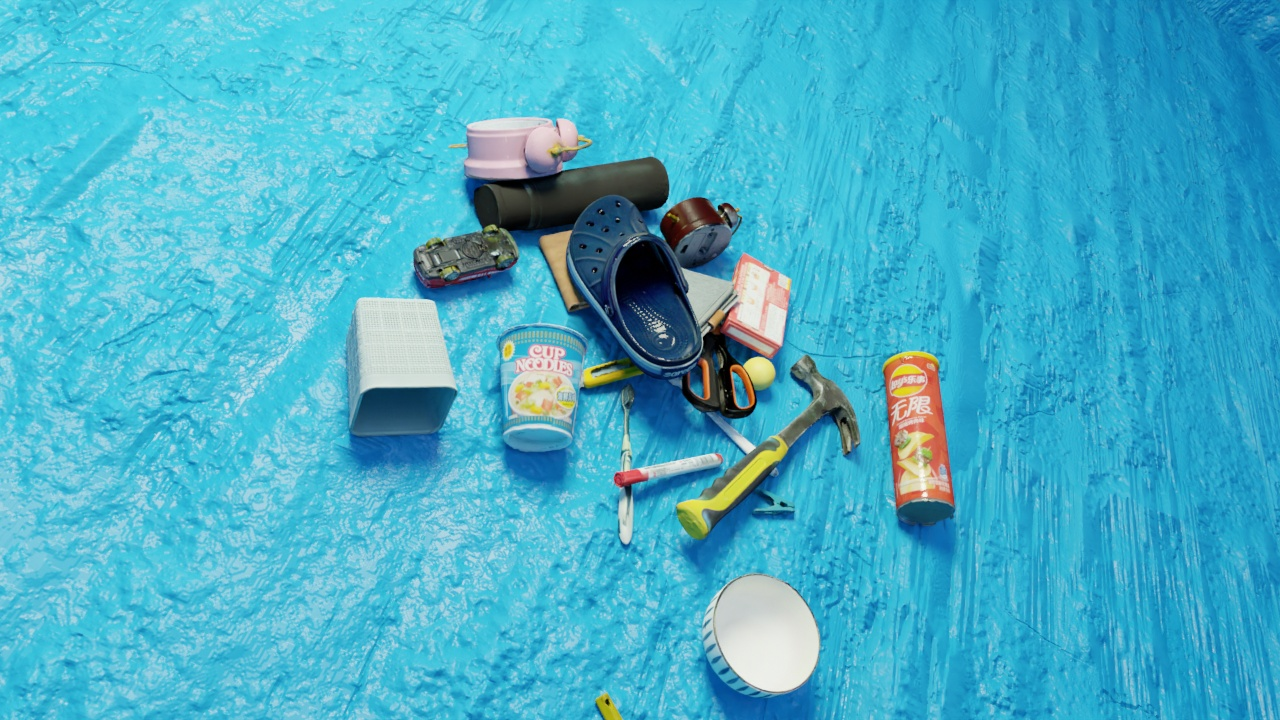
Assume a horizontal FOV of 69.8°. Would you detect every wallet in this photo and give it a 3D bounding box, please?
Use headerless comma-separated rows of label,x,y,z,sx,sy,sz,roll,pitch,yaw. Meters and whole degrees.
wallet,0.048,-0.059,1.094,0.107,0.037,0.129,18,44,27
wallet,-0.052,-0.115,1.097,0.115,0.020,0.101,-17,68,-21

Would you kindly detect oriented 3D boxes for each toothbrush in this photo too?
toothbrush,-0.014,0.106,0.984,0.016,0.018,0.191,13,54,-19
toothbrush,0.014,0.383,0.816,0.015,0.017,0.190,-21,70,-36
toothbrush,0.094,0.069,1.064,0.180,0.016,0.016,44,50,5

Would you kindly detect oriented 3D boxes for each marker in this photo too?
marker,0.033,0.117,0.990,0.145,0.017,0.017,-6,62,-39

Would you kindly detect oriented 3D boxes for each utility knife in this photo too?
utility knife,-0.006,0.006,1.037,0.176,0.015,0.033,-16,45,-21

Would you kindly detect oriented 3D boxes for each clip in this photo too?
clip,0.150,0.163,1.033,0.055,0.013,0.034,13,55,-20

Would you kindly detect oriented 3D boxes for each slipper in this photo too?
slipper,-0.010,-0.092,1.017,0.105,0.095,0.252,-16,59,-18

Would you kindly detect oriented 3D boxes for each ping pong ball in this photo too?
ping pong ball,0.142,0.016,1.107,0.040,0.040,0.040,13,54,-19

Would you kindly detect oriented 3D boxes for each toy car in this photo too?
toy car,-0.194,-0.113,1.019,0.120,0.045,0.053,-18,71,-29

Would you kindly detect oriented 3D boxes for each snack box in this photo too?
snack box,0.148,-0.071,1.160,0.075,0.026,0.152,27,40,-8

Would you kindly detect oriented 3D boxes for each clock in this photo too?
clock,0.079,-0.164,1.169,0.121,0.082,0.055,-10,58,-29
clock,-0.134,-0.250,1.077,0.159,0.060,0.117,6,23,17

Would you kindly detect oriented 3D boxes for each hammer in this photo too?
hammer,0.150,0.106,1.042,0.126,0.032,0.322,49,46,8

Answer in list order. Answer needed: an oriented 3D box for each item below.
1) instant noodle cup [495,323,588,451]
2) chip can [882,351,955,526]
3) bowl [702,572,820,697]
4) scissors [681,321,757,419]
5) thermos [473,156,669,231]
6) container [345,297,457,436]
instant noodle cup,-0.103,0.032,0.945,0.099,0.099,0.109,10,63,-21
chip can,0.344,0.094,1.140,0.073,0.073,0.216,18,54,-16
bowl,0.110,0.276,0.904,0.116,0.066,0.116,13,54,-18
scissors,0.102,-0.019,1.113,0.139,0.022,0.234,27,45,0
thermos,-0.085,-0.209,1.127,0.242,0.069,0.090,-15,45,-33
container,-0.237,0.003,0.893,0.090,0.090,0.111,0,57,-27
